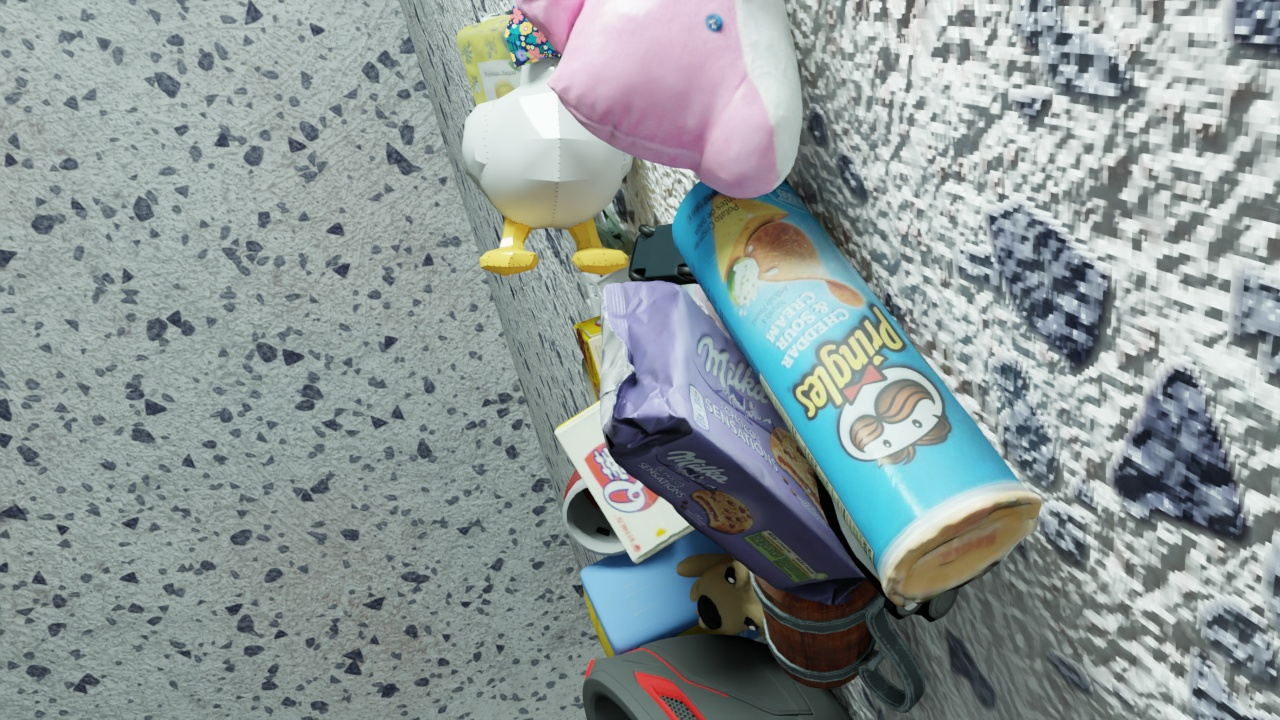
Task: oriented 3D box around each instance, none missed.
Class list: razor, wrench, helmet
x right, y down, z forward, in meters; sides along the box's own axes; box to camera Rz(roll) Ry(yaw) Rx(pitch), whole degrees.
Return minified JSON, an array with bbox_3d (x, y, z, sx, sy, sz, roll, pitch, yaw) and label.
[{"bbox_3d":[0.116,0.058,0.480,0.060,0.057,0.156,-48,47,25],"label":"razor"},{"bbox_3d":[-0.031,-0.083,1.012,0.273,0.018,0.066,178,73,-77],"label":"wrench"},{"bbox_3d":[0.087,0.317,0.728,0.264,0.169,0.165,48,145,35],"label":"helmet"}]

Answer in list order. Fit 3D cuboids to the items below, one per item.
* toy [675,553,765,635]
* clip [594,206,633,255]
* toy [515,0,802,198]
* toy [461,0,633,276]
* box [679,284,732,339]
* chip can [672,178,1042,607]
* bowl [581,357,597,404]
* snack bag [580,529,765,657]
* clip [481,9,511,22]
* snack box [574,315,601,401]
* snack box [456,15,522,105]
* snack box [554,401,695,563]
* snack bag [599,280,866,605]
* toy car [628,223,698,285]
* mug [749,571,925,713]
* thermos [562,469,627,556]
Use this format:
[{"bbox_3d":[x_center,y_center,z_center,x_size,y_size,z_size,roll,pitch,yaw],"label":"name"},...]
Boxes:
[{"bbox_3d":[0.084,0.179,0.734,0.134,0.105,0.108,67,158,0],"label":"toy"},{"bbox_3d":[-0.031,-0.127,0.914,0.074,0.035,0.023,50,156,45],"label":"clip"},{"bbox_3d":[-0.006,-0.191,0.451,0.187,0.127,0.265,107,150,-64],"label":"toy"},{"bbox_3d":[-0.076,-0.203,0.752,0.247,0.141,0.267,-168,77,-78],"label":"toy"},{"bbox_3d":[0.071,0.010,0.649,0.201,0.044,0.155,-124,36,-49],"label":"box"},{"bbox_3d":[0.091,0.000,0.437,0.080,0.079,0.229,85,163,-50],"label":"chip can"},{"bbox_3d":[-0.019,0.042,1.050,0.116,0.059,0.115,160,90,-78],"label":"bowl"},{"bbox_3d":[0.039,0.258,0.891,0.205,0.159,0.102,80,163,-45],"label":"snack bag"},{"bbox_3d":[-0.145,-0.321,1.008,0.151,0.091,0.126,38,145,51],"label":"clip"},{"bbox_3d":[-0.005,0.005,0.866,0.061,0.083,0.106,-132,25,-66],"label":"snack box"},{"bbox_3d":[-0.121,-0.258,0.943,0.121,0.045,0.181,14,128,40],"label":"snack box"},{"bbox_3d":[0.013,0.076,0.722,0.110,0.062,0.230,58,-171,6],"label":"snack box"},{"bbox_3d":[0.047,0.048,0.488,0.205,0.059,0.096,42,-147,-34],"label":"snack bag"},{"bbox_3d":[0.028,-0.073,0.634,0.112,0.034,0.046,5,81,60],"label":"toy car"},{"bbox_3d":[0.125,0.160,0.570,0.117,0.081,0.111,35,151,37],"label":"mug"},{"bbox_3d":[-0.018,0.116,0.898,0.198,0.084,0.108,-64,-9,-67],"label":"thermos"}]
